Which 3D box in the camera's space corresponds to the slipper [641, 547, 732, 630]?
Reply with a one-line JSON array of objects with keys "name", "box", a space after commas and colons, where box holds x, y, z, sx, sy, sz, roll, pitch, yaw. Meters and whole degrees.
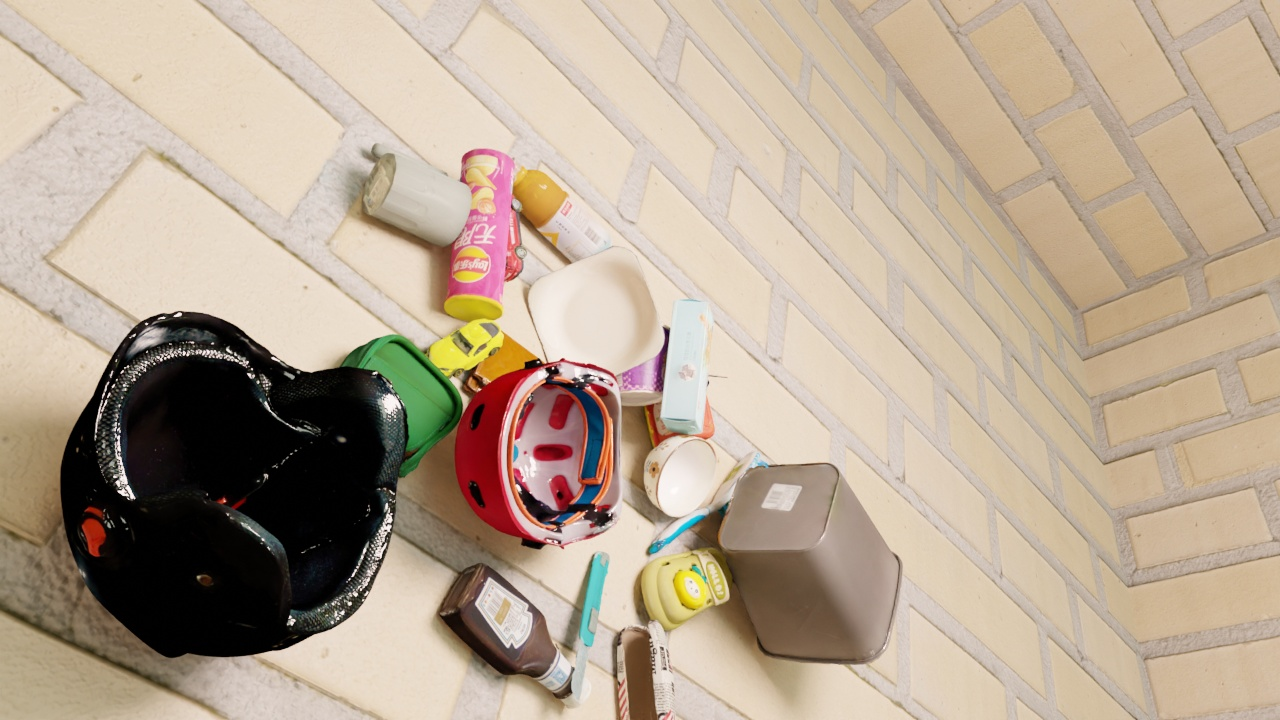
[{"name": "slipper", "box": [0.077, 0.290, 1.216, 0.190, 0.082, 0.091, -5, 69, -54]}]

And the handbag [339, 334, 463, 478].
[{"name": "handbag", "box": [-0.266, 0.046, 0.976, 0.131, 0.068, 0.119, 49, 46, -19]}]

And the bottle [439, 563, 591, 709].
[{"name": "bottle", "box": [-0.128, 0.305, 0.990, 0.195, 0.044, 0.079, 48, 39, -19]}]

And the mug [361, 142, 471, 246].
[{"name": "mug", "box": [-0.275, -0.207, 1.115, 0.103, 0.084, 0.123, 20, 36, -41]}]

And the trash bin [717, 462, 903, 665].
[{"name": "trash bin", "box": [0.227, 0.269, 1.259, 0.220, 0.199, 0.198, 61, 38, -30]}]

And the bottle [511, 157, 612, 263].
[{"name": "bottle", "box": [-0.122, -0.209, 1.300, 0.189, 0.068, 0.067, 42, 41, -24]}]

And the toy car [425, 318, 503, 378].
[{"name": "toy car", "box": [-0.207, -0.018, 1.086, 0.048, 0.032, 0.105, 42, 48, 13]}]

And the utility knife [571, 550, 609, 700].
[{"name": "utility knife", "box": [-0.057, 0.300, 1.068, 0.029, 0.013, 0.220, 48, 27, -23]}]

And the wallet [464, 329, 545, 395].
[{"name": "wallet", "box": [-0.151, 0.034, 1.140, 0.130, 0.035, 0.118, 39, 44, -23]}]

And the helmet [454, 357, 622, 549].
[{"name": "helmet", "box": [-0.129, 0.103, 1.021, 0.239, 0.144, 0.207, 6, 81, -58]}]

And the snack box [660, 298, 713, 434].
[{"name": "snack box", "box": [0.065, 0.009, 1.256, 0.074, 0.052, 0.174, 62, 34, -70]}]

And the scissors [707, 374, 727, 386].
[{"name": "scissors", "box": [0.065, 0.017, 1.369, 0.162, 0.176, 0.012, 11, 99, -13]}]

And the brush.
[{"name": "brush", "box": [0.117, 0.222, 1.334, 0.109, 0.061, 0.313, 52, 40, -5]}]

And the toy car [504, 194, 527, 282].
[{"name": "toy car", "box": [-0.182, -0.165, 1.212, 0.045, 0.053, 0.120, 9, 63, -37]}]

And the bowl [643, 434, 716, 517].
[{"name": "bowl", "box": [0.046, 0.151, 1.262, 0.113, 0.062, 0.113, -17, 117, -37]}]

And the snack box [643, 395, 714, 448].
[{"name": "snack box", "box": [0.056, 0.083, 1.319, 0.082, 0.080, 0.091, 9, 62, -46]}]

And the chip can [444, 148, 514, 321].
[{"name": "chip can", "box": [-0.198, -0.158, 1.145, 0.071, 0.072, 0.210, 21, 62, -42]}]

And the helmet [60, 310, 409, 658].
[{"name": "helmet", "box": [-0.327, 0.104, 0.723, 0.275, 0.231, 0.232, 54, 23, -13]}]

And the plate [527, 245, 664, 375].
[{"name": "plate", "box": [-0.057, -0.055, 1.223, 0.034, 0.164, 0.163, 21, 49, -77]}]

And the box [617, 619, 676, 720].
[{"name": "box", "box": [0.023, 0.390, 1.085, 0.075, 0.081, 0.163, 29, 45, -44]}]

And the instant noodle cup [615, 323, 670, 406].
[{"name": "instant noodle cup", "box": [-0.008, 0.007, 1.275, 0.111, 0.112, 0.099, 14, 67, -45]}]
